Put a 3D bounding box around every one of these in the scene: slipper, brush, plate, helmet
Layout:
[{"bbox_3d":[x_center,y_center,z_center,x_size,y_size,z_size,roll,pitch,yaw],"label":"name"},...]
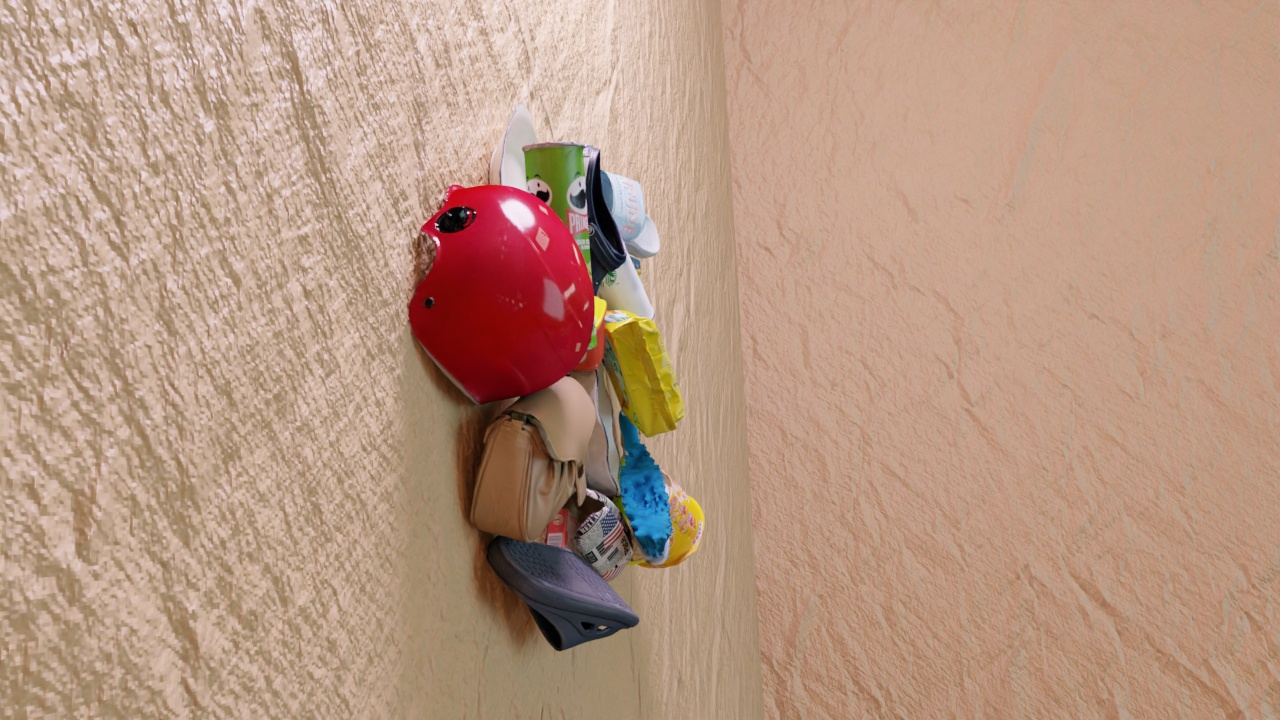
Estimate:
[{"bbox_3d":[-0.022,-0.230,1.437,0.245,0.074,0.104,29,49,-59],"label":"slipper"},{"bbox_3d":[-0.004,0.147,1.255,0.314,0.060,0.110,-103,-176,-45],"label":"brush"},{"bbox_3d":[-0.063,-0.158,1.203,0.105,0.095,0.253,-74,169,-61],"label":"slipper"},{"bbox_3d":[-0.098,0.264,1.020,0.110,0.083,0.268,43,1,35],"label":"slipper"},{"bbox_3d":[-0.061,0.084,1.233,0.205,0.045,0.205,1,79,-89],"label":"plate"},{"bbox_3d":[-0.118,-0.076,0.922,0.207,0.144,0.239,61,27,-56],"label":"helmet"},{"bbox_3d":[-0.142,-0.200,1.085,0.164,0.034,0.163,71,19,-48],"label":"plate"}]

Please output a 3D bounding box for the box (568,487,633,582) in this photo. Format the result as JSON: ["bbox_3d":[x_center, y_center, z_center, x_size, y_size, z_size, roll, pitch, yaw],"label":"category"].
[{"bbox_3d":[-0.056,0.222,1.160,0.162,0.076,0.086,71,35,-55],"label":"box"}]

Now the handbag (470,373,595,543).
[{"bbox_3d":[-0.105,0.103,0.977,0.204,0.100,0.148,-53,152,-71],"label":"handbag"}]

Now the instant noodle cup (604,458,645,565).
[{"bbox_3d":[-0.023,0.211,1.314,0.123,0.112,0.112,-93,170,-49],"label":"instant noodle cup"}]

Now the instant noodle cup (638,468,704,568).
[{"bbox_3d":[0.018,0.236,1.417,0.110,0.138,0.137,60,27,-44],"label":"instant noodle cup"}]

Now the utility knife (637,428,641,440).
[{"bbox_3d":[-0.008,0.148,1.569,0.033,0.015,0.201,71,19,-54],"label":"utility knife"}]

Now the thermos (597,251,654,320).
[{"bbox_3d":[-0.048,-0.142,1.349,0.073,0.073,0.224,-79,151,-49],"label":"thermos"}]

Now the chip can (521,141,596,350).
[{"bbox_3d":[-0.091,-0.127,1.048,0.072,0.072,0.236,-33,121,-75],"label":"chip can"}]

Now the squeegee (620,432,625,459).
[{"bbox_3d":[-0.027,0.083,1.467,0.247,0.040,0.250,-50,135,-72],"label":"squeegee"}]

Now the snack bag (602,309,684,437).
[{"bbox_3d":[-0.008,0.007,1.267,0.246,0.068,0.158,-148,-143,-76],"label":"snack bag"}]

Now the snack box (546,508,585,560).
[{"bbox_3d":[-0.085,0.256,1.185,0.156,0.027,0.076,65,23,-56],"label":"snack box"}]

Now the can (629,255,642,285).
[{"bbox_3d":[-0.029,-0.123,1.493,0.102,0.057,0.083,0,83,-77],"label":"can"}]

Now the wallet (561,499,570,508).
[{"bbox_3d":[-0.102,0.121,1.187,0.097,0.019,0.121,-46,129,-75],"label":"wallet"}]

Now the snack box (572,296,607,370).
[{"bbox_3d":[-0.087,-0.034,1.148,0.081,0.091,0.080,-74,162,-53],"label":"snack box"}]
